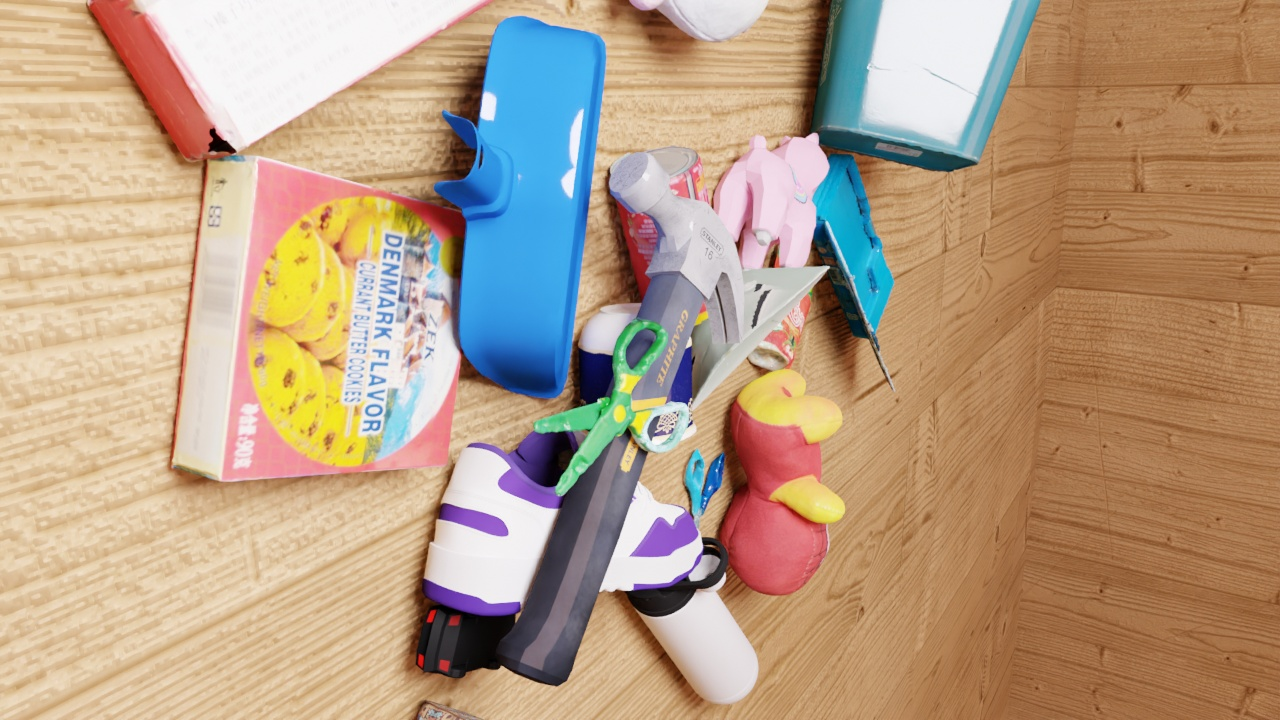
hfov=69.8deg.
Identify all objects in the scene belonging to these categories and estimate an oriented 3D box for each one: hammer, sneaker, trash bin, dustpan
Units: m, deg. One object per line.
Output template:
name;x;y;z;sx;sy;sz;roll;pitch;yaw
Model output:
hammer;-0.014;0.038;0.562;0.139;0.035;0.311;39;64;-40
sneaker;-0.041;0.097;0.625;0.243;0.092;0.111;6;89;-53
trash bin;0.266;-0.308;0.879;0.196;0.199;0.219;-60;163;-81
dustpan;-0.059;-0.090;0.494;0.257;0.059;0.245;-125;-138;-85

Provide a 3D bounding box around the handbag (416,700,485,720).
handbag;-0.049;0.250;0.545;0.093;0.196;0.043;48;52;-48

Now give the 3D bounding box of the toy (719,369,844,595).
toy;0.129;0.124;0.872;0.147;0.098;0.216;-112;-156;-71

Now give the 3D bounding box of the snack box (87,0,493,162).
snack box;-0.126;-0.192;0.451;0.272;0.044;0.077;-51;132;-39

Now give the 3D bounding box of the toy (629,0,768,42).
toy;0.028;-0.292;0.622;0.179;0.102;0.139;-5;91;-39

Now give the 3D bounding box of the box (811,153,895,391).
box;0.239;-0.090;1.037;0.243;0.060;0.175;52;38;-50

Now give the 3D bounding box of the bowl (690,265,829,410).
bowl;0.077;-0.039;0.777;0.174;0.068;0.174;-44;172;-8

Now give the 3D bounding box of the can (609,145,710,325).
can;0.023;-0.092;0.687;0.066;0.067;0.124;-48;136;-40

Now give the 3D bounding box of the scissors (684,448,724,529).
scissors;0.059;0.146;0.857;0.083;0.016;0.135;-3;100;-59

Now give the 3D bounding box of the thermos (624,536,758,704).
thermos;0.059;0.228;0.800;0.230;0.101;0.068;62;34;-43

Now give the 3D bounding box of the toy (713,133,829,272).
toy;0.123;-0.152;0.831;0.123;0.067;0.157;45;56;-49

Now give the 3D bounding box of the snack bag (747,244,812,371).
snack bag;0.146;-0.064;0.925;0.087;0.044;0.154;48;52;-42

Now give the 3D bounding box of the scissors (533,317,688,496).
scissors;-0.012;0.038;0.531;0.131;0.012;0.108;-55;127;-31

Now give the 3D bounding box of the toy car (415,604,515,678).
toy car;-0.111;0.172;0.579;0.091;0.036;0.042;30;71;-67

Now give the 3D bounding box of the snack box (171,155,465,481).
snack box;-0.150;-0.016;0.460;0.144;0.040;0.142;5;93;-59

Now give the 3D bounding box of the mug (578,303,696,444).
mug;-0.004;0.004;0.670;0.111;0.085;0.089;-99;-172;-77
